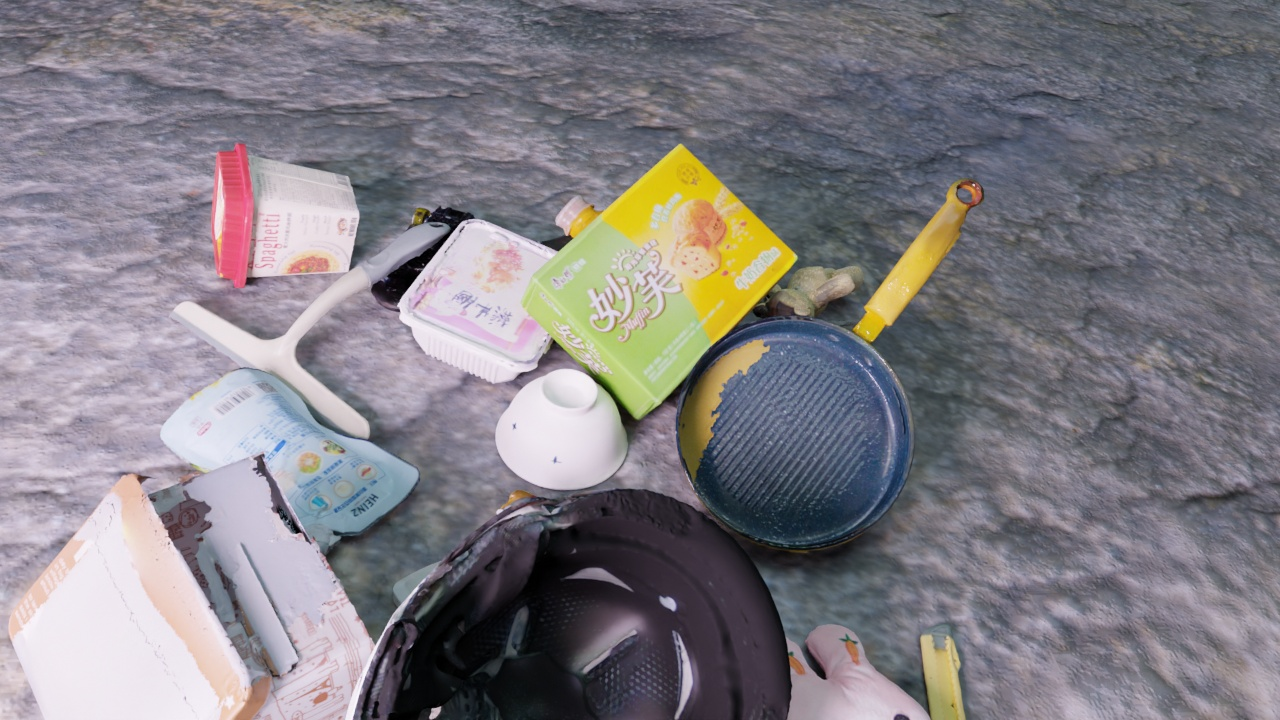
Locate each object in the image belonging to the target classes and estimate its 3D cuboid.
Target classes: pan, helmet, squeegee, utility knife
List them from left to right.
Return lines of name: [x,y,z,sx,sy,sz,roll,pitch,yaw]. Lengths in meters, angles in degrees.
squeegee: [-0.266,-0.069,0.862,0.246,0.039,0.245,31,56,19]
helmet: [-0.052,0.213,0.549,0.230,0.157,0.273,50,46,7]
pan: [0.176,-0.005,0.771,0.198,0.078,0.357,36,79,9]
utility knife: [0.225,0.281,0.652,0.031,0.022,0.215,5,47,2]

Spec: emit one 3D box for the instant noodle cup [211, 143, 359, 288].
instant noodle cup: [-0.352,-0.140,0.909,0.124,0.117,0.116,0,43,-29]

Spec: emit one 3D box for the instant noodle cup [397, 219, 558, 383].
instant noodle cup: [-0.142,-0.051,0.881,0.138,0.060,0.173,24,44,-1]

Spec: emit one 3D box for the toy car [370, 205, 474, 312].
toy car: [-0.219,-0.103,0.941,0.070,0.042,0.157,17,51,10]

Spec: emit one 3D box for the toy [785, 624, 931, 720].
toy: [0.138,0.250,0.638,0.121,0.054,0.159,-6,37,-19]

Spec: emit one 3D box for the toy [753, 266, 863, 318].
toy: [0.184,-0.069,0.978,0.105,0.066,0.156,8,25,39]

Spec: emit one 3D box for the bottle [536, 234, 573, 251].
bottle: [-0.073,-0.104,0.977,0.195,0.044,0.079,3,43,-8]

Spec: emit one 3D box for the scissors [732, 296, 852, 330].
scissors: [0.146,-0.038,0.977,0.179,0.014,0.159,39,48,25]

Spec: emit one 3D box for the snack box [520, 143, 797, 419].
snack box: [0.019,-0.074,0.841,0.157,0.070,0.209,45,67,1]

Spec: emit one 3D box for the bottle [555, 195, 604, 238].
bottle: [-0.004,-0.089,0.916,0.189,0.068,0.067,42,46,0]

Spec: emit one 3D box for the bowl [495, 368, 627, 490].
bowl: [-0.065,0.047,0.798,0.118,0.065,0.118,7,43,-6]

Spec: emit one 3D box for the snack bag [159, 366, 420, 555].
snack bag: [-0.281,0.078,0.736,0.191,0.039,0.110,31,40,18]

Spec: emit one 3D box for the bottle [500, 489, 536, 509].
bottle: [-0.027,0.156,0.693,0.175,0.058,0.057,22,43,11]

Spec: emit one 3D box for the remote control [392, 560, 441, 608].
remote control: [-0.128,0.196,0.652,0.048,0.024,0.125,-23,53,-32]

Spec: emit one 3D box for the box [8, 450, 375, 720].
box: [-0.273,0.174,0.552,0.174,0.152,0.182,-23,52,-30]
